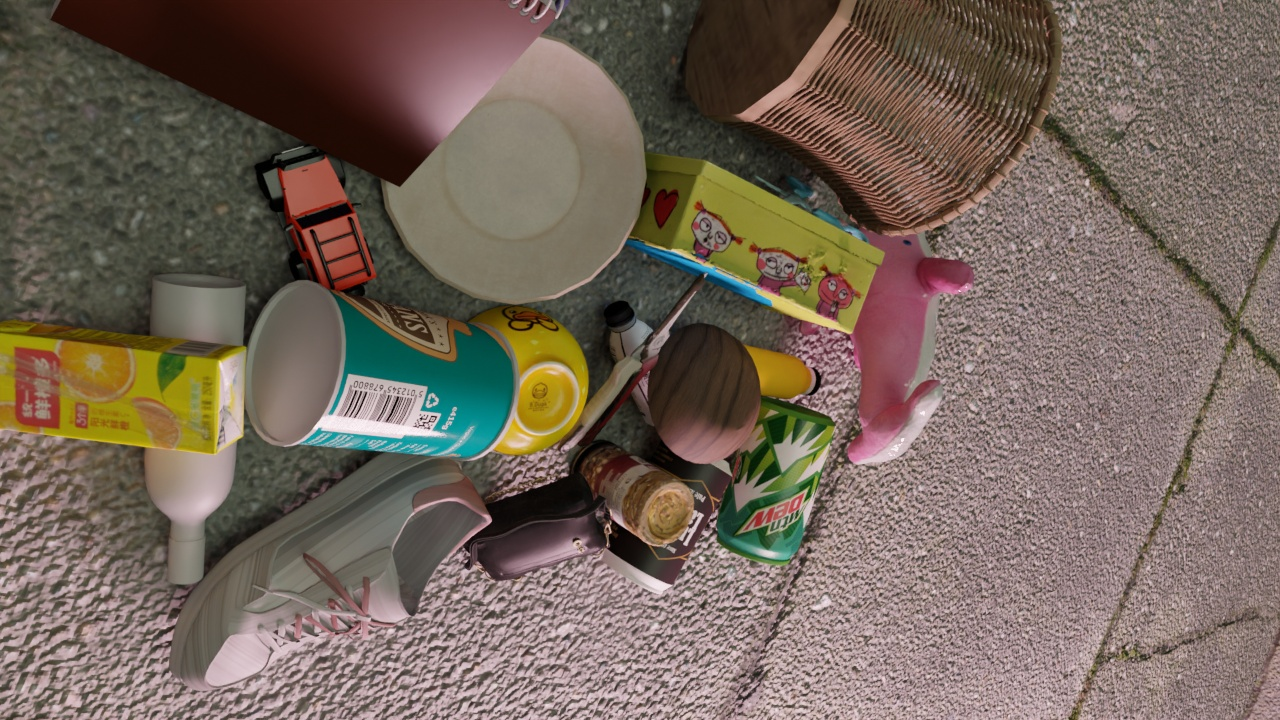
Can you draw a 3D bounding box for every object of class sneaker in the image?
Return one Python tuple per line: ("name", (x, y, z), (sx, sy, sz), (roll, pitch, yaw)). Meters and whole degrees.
("sneaker", (-0.203, 0.154, 0.632), (0.235, 0.089, 0.099), (-39, 140, -21))

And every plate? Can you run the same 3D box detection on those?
("plate", (-0.089, -0.136, 0.656), (0.188, 0.027, 0.189), (-4, 103, -17))

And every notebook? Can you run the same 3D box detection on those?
("notebook", (-0.173, -0.195, 0.502), (0.172, 0.022, 0.209), (-37, 141, 29))

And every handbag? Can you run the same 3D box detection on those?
("handbag", (-0.083, 0.140, 0.731), (0.128, 0.054, 0.079), (-19, 126, 6))

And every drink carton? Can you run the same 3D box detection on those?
("drink carton", (-0.300, 0.015, 0.520), (0.134, 0.043, 0.058), (7, 102, -2))

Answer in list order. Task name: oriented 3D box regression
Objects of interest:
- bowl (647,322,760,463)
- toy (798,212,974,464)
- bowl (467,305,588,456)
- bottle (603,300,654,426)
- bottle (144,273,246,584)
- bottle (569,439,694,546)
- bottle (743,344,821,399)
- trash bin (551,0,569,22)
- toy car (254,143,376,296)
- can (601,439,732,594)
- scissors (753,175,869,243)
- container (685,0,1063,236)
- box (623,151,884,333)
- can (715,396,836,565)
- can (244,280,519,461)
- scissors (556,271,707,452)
("bowl", (0.063, 0.027, 0.767), (0.119, 0.032, 0.119), (3, 85, -35))
("toy", (0.217, -0.036, 0.866), (0.128, 0.187, 0.265), (14, 61, -9))
("bowl", (-0.087, 0.021, 0.700), (0.117, 0.068, 0.117), (-11, 110, -33))
("bottle", (0.001, 0.001, 0.775), (0.041, 0.041, 0.116), (-39, 123, -21))
("bottle", (-0.282, 0.046, 0.577), (0.052, 0.052, 0.195), (0, 104, -36))
("bottle", (-0.009, 0.108, 0.759), (0.056, 0.105, 0.056), (-12, 111, -33))
("bottle", (0.111, 0.010, 0.855), (0.143, 0.043, 0.043), (11, 98, -37))
("trash bin", (-0.155, -0.292, 0.512), (0.249, 0.139, 0.139), (10, 98, -36))
("toy car", (-0.205, -0.087, 0.593), (0.051, 0.049, 0.100), (-26, 117, -27))
("can", (0.023, 0.134, 0.812), (0.072, 0.072, 0.128), (33, 84, -38))
("scissors", (0.141, -0.144, 0.801), (0.139, 0.118, 0.015), (26, 116, -35))
("container", (0.169, -0.238, 0.719), (0.196, 0.227, 0.227), (19, 92, -31))
("box", (0.081, -0.098, 0.753), (0.220, 0.124, 0.079), (21, 91, -36))
("can", (0.127, 0.113, 0.873), (0.083, 0.083, 0.144), (11, 97, -38))
("can", (-0.165, 0.012, 0.599), (0.143, 0.099, 0.099), (14, 96, -52))
("scissors", (-0.002, 0.005, 0.728), (0.189, 0.015, 0.140), (-40, 160, 0))
